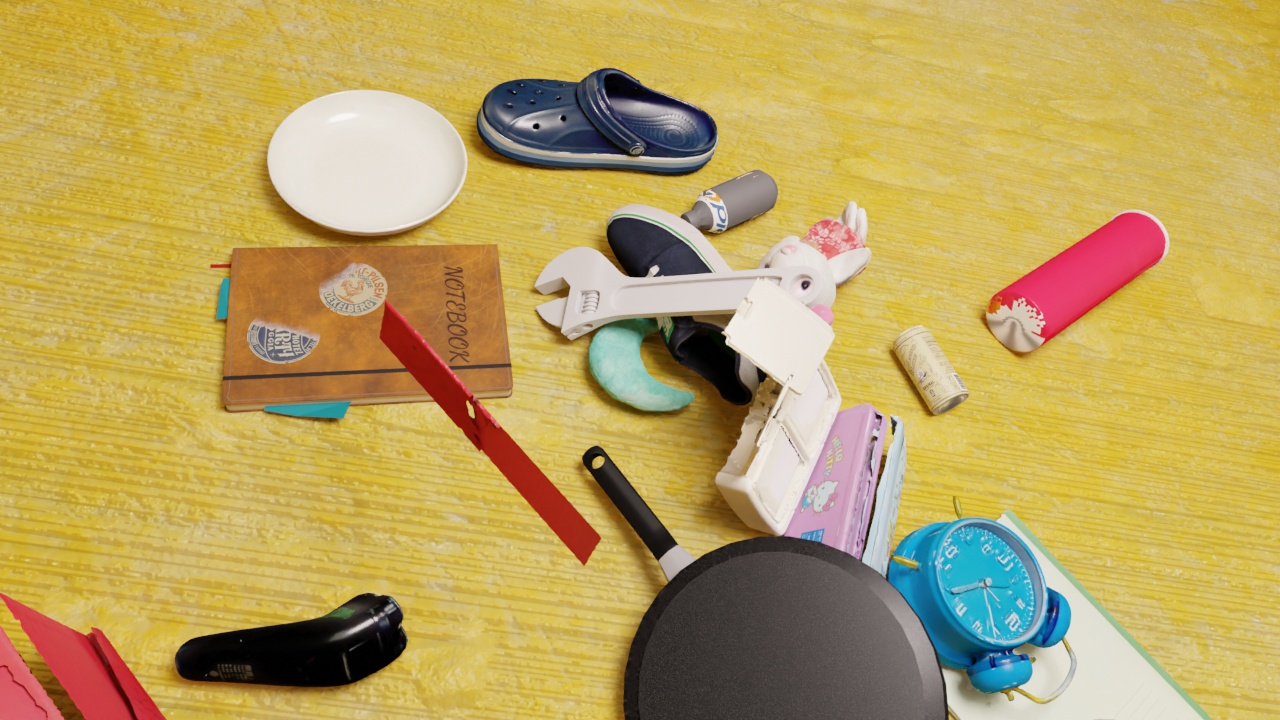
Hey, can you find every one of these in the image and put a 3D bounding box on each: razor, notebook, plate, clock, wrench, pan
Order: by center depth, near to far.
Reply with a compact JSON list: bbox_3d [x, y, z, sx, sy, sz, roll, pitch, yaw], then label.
[{"bbox_3d":[-0.241,0.196,0.641,0.151,0.054,0.067,-5,31,-6],"label":"razor"},{"bbox_3d":[0.058,0.189,0.669,0.225,0.034,0.356,-39,63,-3],"label":"pan"},{"bbox_3d":[0.274,0.194,0.725,0.116,0.060,0.161,-35,78,-31],"label":"clock"},{"bbox_3d":[0.337,0.263,0.740,0.181,0.010,0.252,-30,68,-27],"label":"notebook"},{"bbox_3d":[0.025,-0.065,0.785,0.274,0.018,0.086,-2,66,29],"label":"wrench"},{"bbox_3d":[-0.242,-0.027,0.797,0.249,0.014,0.178,-3,59,-14],"label":"notebook"},{"bbox_3d":[-0.259,-0.184,0.881,0.182,0.034,0.182,6,57,-9],"label":"plate"}]

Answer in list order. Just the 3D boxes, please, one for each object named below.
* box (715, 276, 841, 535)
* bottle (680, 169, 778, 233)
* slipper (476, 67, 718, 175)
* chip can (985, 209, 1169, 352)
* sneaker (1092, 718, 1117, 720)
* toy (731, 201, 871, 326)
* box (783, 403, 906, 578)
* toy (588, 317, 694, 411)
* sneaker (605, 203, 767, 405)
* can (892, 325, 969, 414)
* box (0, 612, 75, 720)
[{"bbox_3d":[0.113,0.042,0.711,0.069,0.191,0.143,12,64,35],"label":"box"},{"bbox_3d":[0.089,-0.158,0.933,0.112,0.047,0.047,-26,67,-26],"label":"bottle"},{"bbox_3d":[-0.038,-0.256,0.942,0.252,0.095,0.105,4,60,-14],"label":"slipper"},{"bbox_3d":[0.455,-0.085,0.952,0.220,0.069,0.069,-29,68,-26],"label":"chip can"},{"bbox_3d":[0.277,0.357,0.624,0.118,0.088,0.240,32,75,-18],"label":"sneaker"},{"bbox_3d":[0.158,-0.085,0.881,0.193,0.084,0.159,-35,43,-28],"label":"toy"},{"bbox_3d":[0.172,0.136,0.748,0.096,0.077,0.213,22,56,0],"label":"box"},{"bbox_3d":[-0.005,0.005,0.819,0.085,0.033,0.105,-7,56,-27],"label":"toy"},{"bbox_3d":[0.036,-0.053,0.823,0.078,0.084,0.235,-28,64,-36],"label":"sneaker"},{"bbox_3d":[0.275,0.008,0.872,0.038,0.038,0.079,-14,62,-20],"label":"can"},{"bbox_3d":[-0.391,0.281,0.430,0.213,0.153,0.324,45,34,13],"label":"box"}]
